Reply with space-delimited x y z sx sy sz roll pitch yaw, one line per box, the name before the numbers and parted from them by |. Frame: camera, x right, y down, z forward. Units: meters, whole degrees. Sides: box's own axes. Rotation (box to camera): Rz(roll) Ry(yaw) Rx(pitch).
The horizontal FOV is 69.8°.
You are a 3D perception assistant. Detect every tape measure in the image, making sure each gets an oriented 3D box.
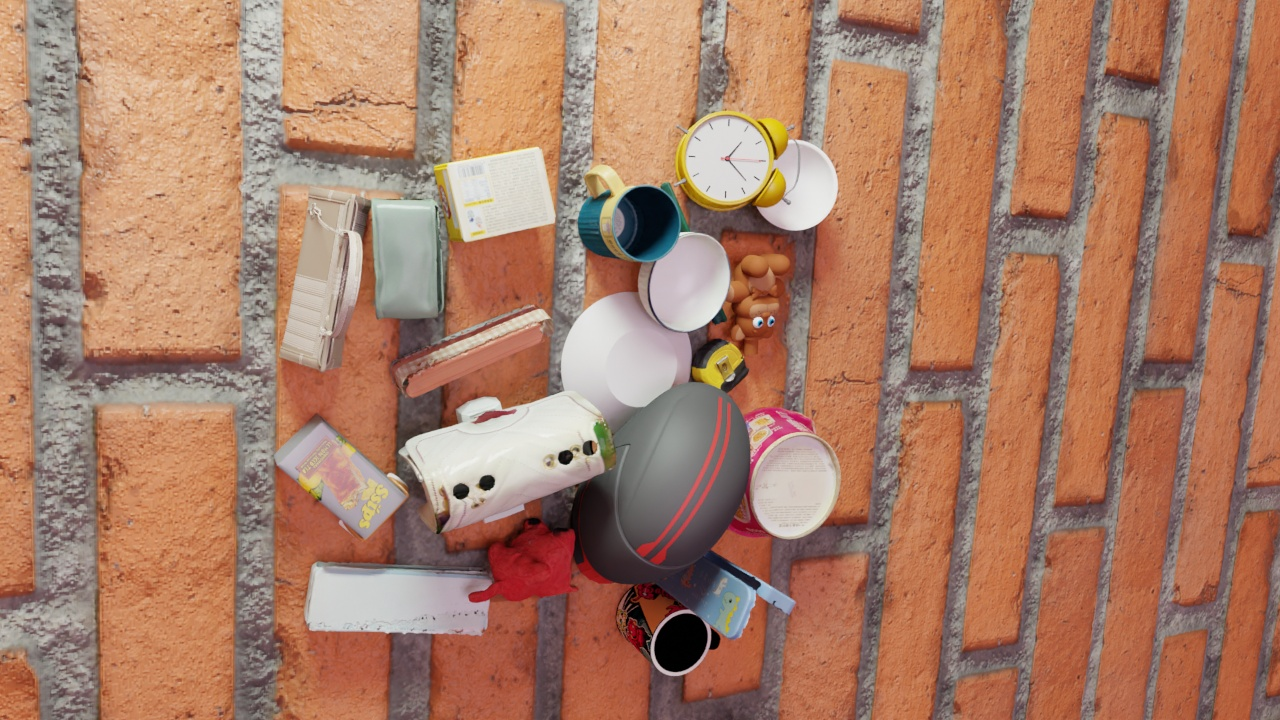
tape measure | 0.098 0.008 1.144 0.065 0.037 0.064 -38 113 -16

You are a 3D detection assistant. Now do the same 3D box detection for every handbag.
handbag | -0.235 -0.105 0.928 0.067 0.106 0.122 -2 99 -14
handbag | -0.283 -0.072 0.858 0.062 0.198 0.175 10 93 -27
handbag | -0.141 0.102 0.959 0.198 0.142 0.096 -17 100 -24

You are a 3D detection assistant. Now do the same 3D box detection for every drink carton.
drink carton | -0.311 0.122 0.958 0.076 0.048 0.125 -47 114 -12

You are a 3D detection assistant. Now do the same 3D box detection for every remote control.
remote control | -0.168 0.112 1.039 0.049 0.024 0.143 -17 104 -23

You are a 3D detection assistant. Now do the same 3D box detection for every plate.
plate | -0.007 0.007 1.094 0.173 0.036 0.174 -4 100 -25

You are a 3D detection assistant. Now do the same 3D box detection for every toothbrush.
toothbrush | 0.064 -0.128 1.119 0.017 0.016 0.190 -30 109 -15

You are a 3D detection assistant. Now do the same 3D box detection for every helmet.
helmet | 0.030 0.147 1.049 0.164 0.170 0.264 35 77 -16

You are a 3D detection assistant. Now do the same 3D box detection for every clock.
clock | 0.115 -0.236 1.086 0.152 0.052 0.113 2 92 -5

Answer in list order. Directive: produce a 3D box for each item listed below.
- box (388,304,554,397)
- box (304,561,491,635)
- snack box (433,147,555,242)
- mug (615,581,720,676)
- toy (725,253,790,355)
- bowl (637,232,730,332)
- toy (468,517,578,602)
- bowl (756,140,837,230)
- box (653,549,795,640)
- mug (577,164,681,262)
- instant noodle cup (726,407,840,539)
box | -0.185 -0.013 1.013 0.188 0.062 0.058 -23 133 -23
box | -0.263 0.258 1.010 0.198 0.066 0.083 11 68 -27
snack box | -0.155 -0.177 0.980 0.105 0.061 0.083 -16 104 -23
mug | 0.042 0.331 1.133 0.118 0.098 0.082 18 90 -27
toy | 0.145 -0.069 1.142 0.094 0.065 0.128 -8 106 -33
bowl | 0.042 -0.097 1.082 0.117 0.062 0.118 -12 113 -31
toy | -0.129 0.251 1.038 0.132 0.088 0.094 -28 124 -40
bowl | 0.186 -0.215 1.145 0.110 0.040 0.110 0 92 -9
box | 0.093 0.267 1.086 0.074 0.209 0.077 29 84 -27
mug | -0.023 -0.166 1.021 0.083 0.107 0.113 -39 112 -14
instant noodle cup | 0.182 0.154 1.185 0.178 0.078 0.179 -4 100 -25
